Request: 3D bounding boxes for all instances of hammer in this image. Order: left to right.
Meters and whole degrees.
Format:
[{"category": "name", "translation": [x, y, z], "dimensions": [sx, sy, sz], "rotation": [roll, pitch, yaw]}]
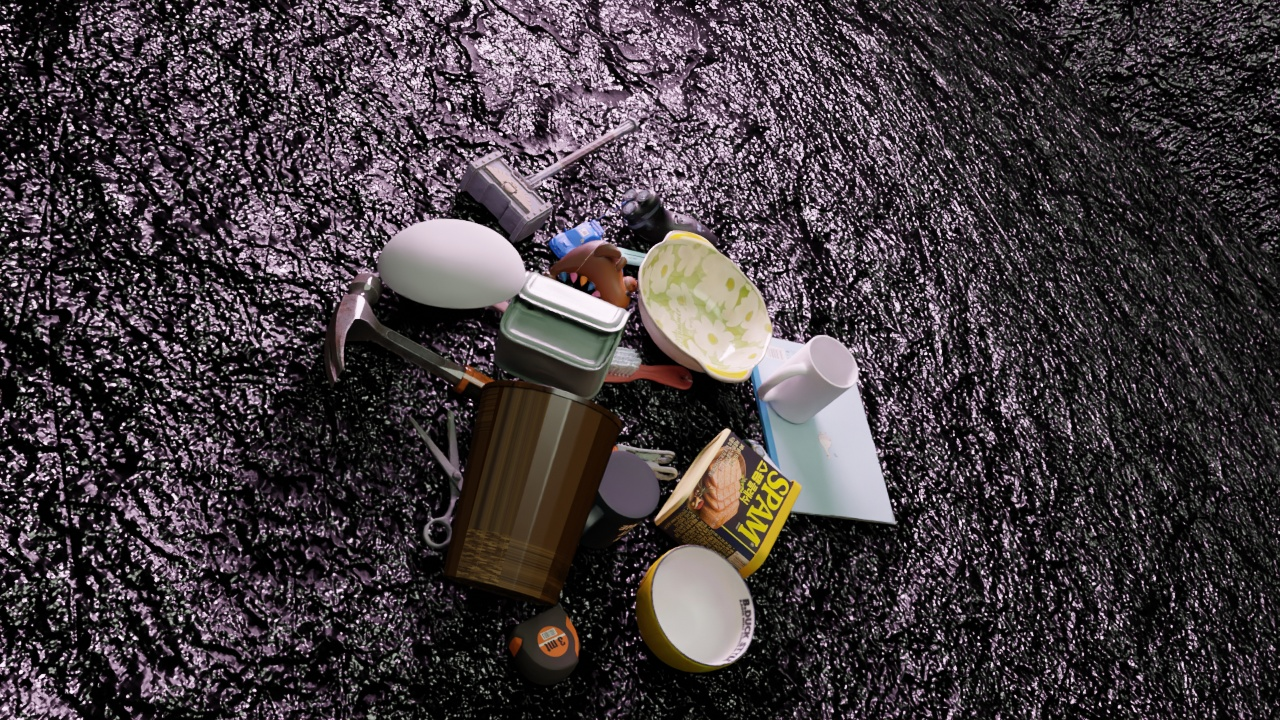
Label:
[{"category": "hammer", "translation": [-0.160, 0.036, 0.903], "dimensions": [0.314, 0.035, 0.137], "rotation": [30, 35, -16]}, {"category": "hammer", "translation": [-0.089, -0.255, 1.166], "dimensions": [0.098, 0.044, 0.320], "rotation": [45, 45, 1]}]

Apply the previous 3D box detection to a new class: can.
[{"category": "can", "translation": [0.093, 0.154, 0.977], "dimensions": [0.104, 0.075, 0.134], "rotation": [40, 45, 0]}]

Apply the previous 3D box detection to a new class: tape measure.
[{"category": "tape measure", "translation": [-0.083, 0.255, 0.808], "dimensions": [0.058, 0.038, 0.059], "rotation": [-16, 55, -42]}]

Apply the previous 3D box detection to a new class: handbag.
[{"category": "handbag", "translation": [-0.084, -0.030, 0.963], "dimensions": [0.122, 0.067, 0.105], "rotation": [22, 56, 1]}]

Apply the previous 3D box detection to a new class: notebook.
[{"category": "notebook", "translation": [0.224, 0.083, 1.165], "dimensions": [0.181, 0.009, 0.253], "rotation": [12, 53, -28]}]

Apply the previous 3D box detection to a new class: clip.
[{"category": "clip", "translation": [0.005, 0.109, 0.984], "dimensions": [0.075, 0.023, 0.042], "rotation": [11, 55, -26]}]

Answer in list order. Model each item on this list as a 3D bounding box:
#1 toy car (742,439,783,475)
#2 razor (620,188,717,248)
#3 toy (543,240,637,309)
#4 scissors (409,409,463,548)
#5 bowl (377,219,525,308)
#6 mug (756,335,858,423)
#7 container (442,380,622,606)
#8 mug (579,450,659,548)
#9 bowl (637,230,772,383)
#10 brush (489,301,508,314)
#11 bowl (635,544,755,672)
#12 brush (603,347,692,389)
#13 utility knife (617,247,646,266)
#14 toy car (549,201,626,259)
[{"category": "toy car", "translation": [0.141, 0.128, 1.054], "dimensions": [0.027, 0.039, 0.089], "rotation": [-28, 78, -46]}, {"category": "razor", "translation": [0.041, -0.179, 1.187], "dimensions": [0.140, 0.064, 0.052], "rotation": [18, 51, -22]}, {"category": "toy", "translation": [-0.058, -0.090, 1.076], "dimensions": [0.102, 0.071, 0.090], "rotation": [-29, 93, -19]}, {"category": "scissors", "translation": [-0.160, 0.120, 0.866], "dimensions": [0.158, 0.014, 0.141], "rotation": [27, 48, -20]}, {"category": "bowl", "translation": [-0.189, -0.109, 0.932], "dimensions": [0.149, 0.043, 0.149], "rotation": [8, 34, -6]}, {"category": "mug", "translation": [0.194, 0.025, 1.114], "dimensions": [0.110, 0.091, 0.073], "rotation": [-4, 61, -35]}, {"category": "container", "translation": [-0.101, 0.120, 0.809], "dimensions": [0.132, 0.132, 0.167], "rotation": [22, 69, -21]}, {"category": "mug", "translation": [-0.040, 0.144, 0.886], "dimensions": [0.071, 0.078, 0.104], "rotation": [48, 45, 4]}, {"category": "bowl", "translation": [0.067, -0.054, 1.120], "dimensions": [0.188, 0.060, 0.219], "rotation": [6, 55, -31]}, {"category": "brush", "translation": [-0.172, -0.071, 0.998], "dimensions": [0.135, 0.015, 0.049], "rotation": [37, 43, -15]}, {"category": "bowl", "translation": [0.044, 0.244, 0.880], "dimensions": [0.117, 0.068, 0.117], "rotation": [18, 50, -23]}, {"category": "brush", "translation": [-0.006, 0.006, 1.045], "dimensions": [0.172, 0.030, 0.041], "rotation": [9, 55, -31]}, {"category": "utility knife", "translation": [0.035, -0.122, 1.182], "dimensions": [0.165, 0.015, 0.022], "rotation": [7, 54, -35]}, {"category": "toy car", "translation": [-0.061, -0.160, 1.104], "dimensions": [0.033, 0.062, 0.091], "rotation": [50, 45, 6]}]
